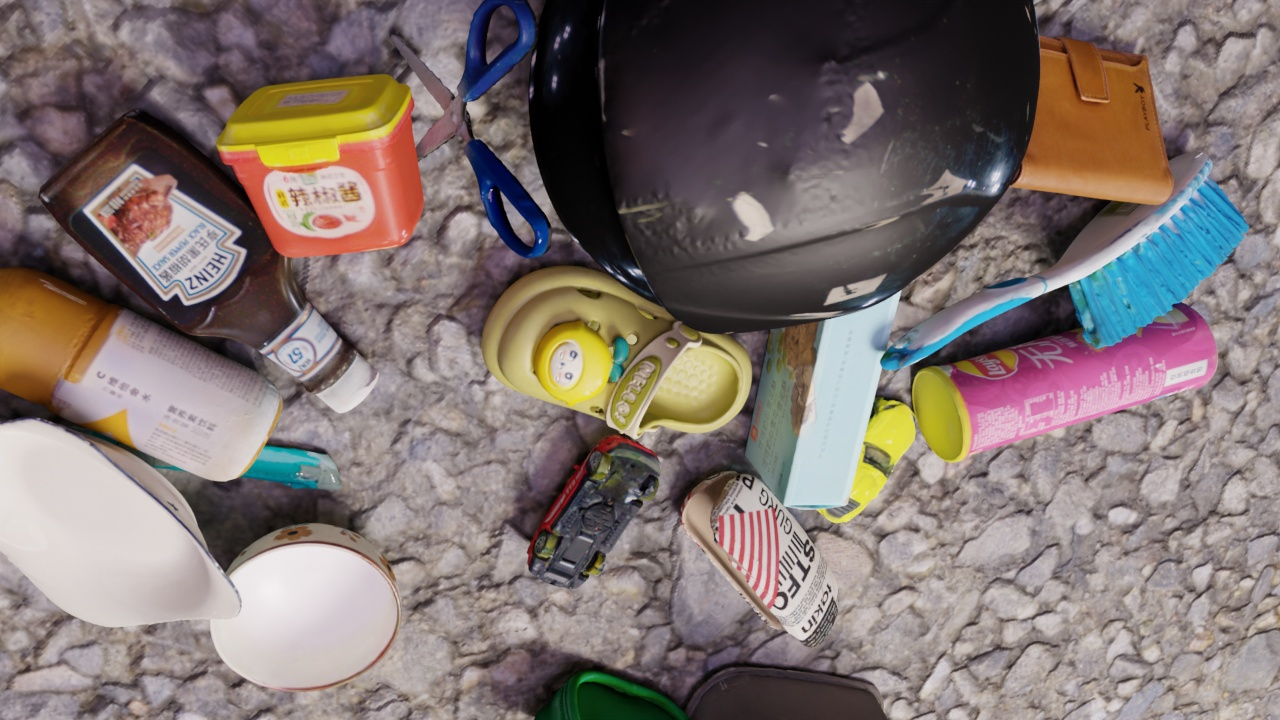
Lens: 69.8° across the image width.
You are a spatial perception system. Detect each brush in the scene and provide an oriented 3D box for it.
[{"bbox_3d":[0.295,-0.050,0.628,0.314,0.060,0.109,-38,111,-15],"label":"brush"}]

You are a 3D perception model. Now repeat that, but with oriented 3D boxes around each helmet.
[{"bbox_3d":[0.076,-0.131,0.461,0.275,0.229,0.234,-13,118,6],"label":"helmet"}]

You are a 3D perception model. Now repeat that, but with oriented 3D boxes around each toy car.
[{"bbox_3d":[-0.034,0.102,0.635,0.053,0.045,0.121,28,108,-27],"label":"toy car"},{"bbox_3d":[0.169,0.076,0.690,0.048,0.032,0.105,29,101,-24],"label":"toy car"}]

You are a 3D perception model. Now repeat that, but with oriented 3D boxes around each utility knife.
[{"bbox_3d":[-0.295,0.056,0.559,0.221,0.013,0.029,10,109,-20],"label":"utility knife"}]

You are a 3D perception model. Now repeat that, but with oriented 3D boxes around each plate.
[{"bbox_3d":[-0.315,0.091,0.528,0.165,0.034,0.164,-12,125,25],"label":"plate"}]

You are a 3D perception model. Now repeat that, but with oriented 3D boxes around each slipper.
[{"bbox_3d":[-0.003,0.003,0.583,0.190,0.081,0.092,17,104,-24],"label":"slipper"}]

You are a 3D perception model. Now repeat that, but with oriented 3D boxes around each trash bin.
[{"bbox_3d":[0.135,0.392,0.714,0.199,0.219,0.199,15,108,-23],"label":"trash bin"}]

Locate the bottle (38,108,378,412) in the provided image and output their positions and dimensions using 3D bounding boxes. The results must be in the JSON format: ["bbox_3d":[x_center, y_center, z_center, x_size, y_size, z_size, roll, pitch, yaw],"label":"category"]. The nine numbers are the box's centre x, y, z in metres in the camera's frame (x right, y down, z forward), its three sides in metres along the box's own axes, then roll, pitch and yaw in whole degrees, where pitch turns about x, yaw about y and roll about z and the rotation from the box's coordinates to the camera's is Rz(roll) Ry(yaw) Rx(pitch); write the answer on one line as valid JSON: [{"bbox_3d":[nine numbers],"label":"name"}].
[{"bbox_3d":[-0.229,-0.045,0.518,0.080,0.044,0.195,-40,118,1],"label":"bottle"}]

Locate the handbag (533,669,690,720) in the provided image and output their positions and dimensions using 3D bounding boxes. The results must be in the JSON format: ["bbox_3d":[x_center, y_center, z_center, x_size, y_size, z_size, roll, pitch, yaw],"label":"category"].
[{"bbox_3d":[-0.016,0.304,0.688,0.131,0.120,0.068,28,108,-26],"label":"handbag"}]

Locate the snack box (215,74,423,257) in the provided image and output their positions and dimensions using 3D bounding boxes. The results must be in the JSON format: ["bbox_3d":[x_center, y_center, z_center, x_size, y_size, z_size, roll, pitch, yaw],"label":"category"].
[{"bbox_3d":[-0.163,-0.103,0.491,0.091,0.081,0.080,-5,126,3],"label":"snack box"}]

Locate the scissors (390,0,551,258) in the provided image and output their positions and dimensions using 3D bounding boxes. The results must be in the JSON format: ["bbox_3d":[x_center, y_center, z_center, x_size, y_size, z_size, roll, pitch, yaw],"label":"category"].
[{"bbox_3d":[-0.086,-0.122,0.462,0.012,0.175,0.163,-19,161,-33],"label":"scissors"}]

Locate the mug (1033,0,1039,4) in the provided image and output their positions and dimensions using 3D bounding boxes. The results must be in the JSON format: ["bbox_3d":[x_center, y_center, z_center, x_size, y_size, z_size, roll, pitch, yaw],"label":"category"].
[{"bbox_3d":[0.243,-0.252,0.532,0.103,0.124,0.083,-27,76,-5],"label":"mug"}]

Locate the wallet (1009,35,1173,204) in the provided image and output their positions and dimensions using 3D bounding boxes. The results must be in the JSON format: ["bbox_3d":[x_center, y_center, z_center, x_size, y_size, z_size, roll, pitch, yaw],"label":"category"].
[{"bbox_3d":[0.284,-0.163,0.600,0.130,0.035,0.119,1,81,-21],"label":"wallet"}]

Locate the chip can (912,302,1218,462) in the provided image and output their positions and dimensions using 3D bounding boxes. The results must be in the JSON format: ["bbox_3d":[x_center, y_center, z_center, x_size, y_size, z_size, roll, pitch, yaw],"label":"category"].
[{"bbox_3d":[0.314,0.014,0.682,0.210,0.071,0.071,-15,116,-10],"label":"chip can"}]

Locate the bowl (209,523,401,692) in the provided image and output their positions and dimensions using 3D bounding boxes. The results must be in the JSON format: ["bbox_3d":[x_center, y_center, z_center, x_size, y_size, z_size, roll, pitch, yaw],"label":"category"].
[{"bbox_3d":[-0.214,0.151,0.596,0.113,0.062,0.113,-5,113,-14],"label":"bowl"}]

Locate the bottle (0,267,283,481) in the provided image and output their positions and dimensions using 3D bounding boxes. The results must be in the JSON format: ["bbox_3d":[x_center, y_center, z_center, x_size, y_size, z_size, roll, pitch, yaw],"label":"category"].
[{"bbox_3d":[-0.297,0.002,0.504,0.189,0.068,0.068,31,101,-25],"label":"bottle"}]

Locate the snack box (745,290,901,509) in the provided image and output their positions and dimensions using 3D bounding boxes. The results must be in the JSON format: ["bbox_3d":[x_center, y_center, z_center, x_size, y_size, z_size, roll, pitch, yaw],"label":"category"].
[{"bbox_3d":[0.120,0.008,0.622,0.051,0.074,0.175,2,112,-18],"label":"snack box"}]

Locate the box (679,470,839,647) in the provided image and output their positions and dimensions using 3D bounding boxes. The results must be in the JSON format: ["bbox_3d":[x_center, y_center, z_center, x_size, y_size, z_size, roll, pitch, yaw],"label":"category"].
[{"bbox_3d":[0.090,0.145,0.695,0.163,0.081,0.074,49,62,-26],"label":"box"}]
